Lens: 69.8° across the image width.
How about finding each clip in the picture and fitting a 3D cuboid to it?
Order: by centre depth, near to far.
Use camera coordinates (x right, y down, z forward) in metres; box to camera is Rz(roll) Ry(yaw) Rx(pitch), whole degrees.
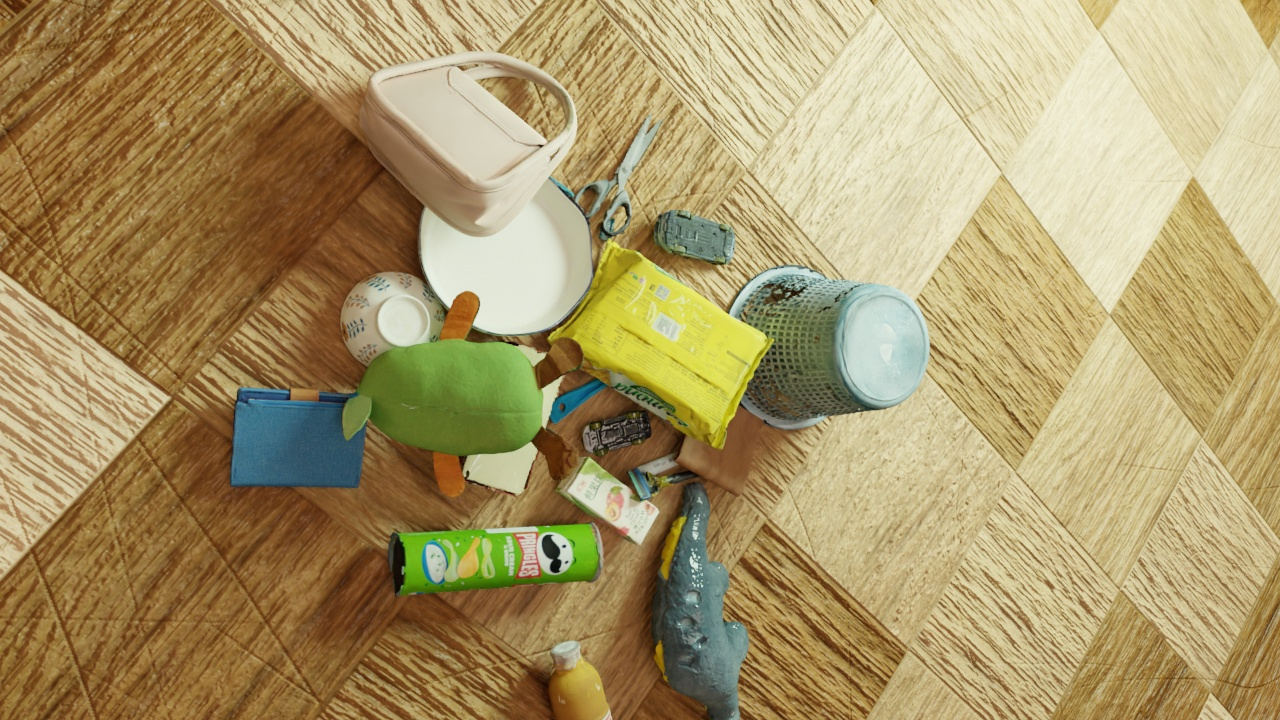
[{"bbox_3d":[-0.106,-0.207,1.100,0.056,0.014,0.041,40,74,-23],"label":"clip"}]

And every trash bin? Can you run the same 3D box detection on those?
[{"bbox_3d":[0.248,-0.018,1.175,0.226,0.195,0.226,0,91,-26],"label":"trash bin"}]

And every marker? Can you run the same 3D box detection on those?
[{"bbox_3d":[0.049,0.123,1.180,0.130,0.018,0.022,-19,74,-25],"label":"marker"}]

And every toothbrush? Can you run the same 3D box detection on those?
[{"bbox_3d":[-0.056,-0.083,1.126,0.018,0.016,0.191,12,85,-16],"label":"toothbrush"}]

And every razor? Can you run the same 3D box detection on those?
[{"bbox_3d":[0.043,0.148,1.161,0.142,0.022,0.042,-8,62,-39],"label":"razor"}]

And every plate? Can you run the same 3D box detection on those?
[{"bbox_3d":[-0.154,-0.123,1.041,0.204,0.046,0.204,6,75,-25],"label":"plate"}]

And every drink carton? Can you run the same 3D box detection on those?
[{"bbox_3d":[-0.041,0.171,1.121,0.122,0.046,0.053,39,69,-22],"label":"drink carton"}]

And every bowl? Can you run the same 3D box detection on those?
[{"bbox_3d":[-0.264,-0.042,1.000,0.113,0.062,0.113,-1,92,-27],"label":"bowl"}]

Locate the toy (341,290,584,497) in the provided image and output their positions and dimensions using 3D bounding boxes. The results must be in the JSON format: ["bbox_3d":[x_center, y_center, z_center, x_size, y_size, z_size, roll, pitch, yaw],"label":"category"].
[{"bbox_3d":[-0.182,0.040,0.962,0.247,0.090,0.227,6,99,-1],"label":"toy"}]

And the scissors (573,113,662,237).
[{"bbox_3d":[-0.027,-0.237,1.134,0.145,0.014,0.172,-6,82,-16],"label":"scissors"}]

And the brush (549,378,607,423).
[{"bbox_3d":[-0.007,0.007,1.143,0.254,0.046,0.083,-29,107,-18],"label":"brush"}]

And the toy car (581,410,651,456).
[{"bbox_3d":[-0.031,0.089,1.130,0.090,0.035,0.042,-14,96,-25],"label":"toy car"}]

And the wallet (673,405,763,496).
[{"bbox_3d":[0.104,0.104,1.186,0.101,0.020,0.115,31,61,-15],"label":"wallet"}]

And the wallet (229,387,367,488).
[{"bbox_3d":[-0.360,0.082,0.969,0.133,0.040,0.106,4,98,-28],"label":"wallet"}]

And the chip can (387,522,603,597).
[{"bbox_3d":[-0.164,0.226,1.049,0.235,0.072,0.072,2,90,-25],"label":"chip can"}]

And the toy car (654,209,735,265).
[{"bbox_3d":[0.071,-0.157,1.175,0.120,0.037,0.054,9,86,-36],"label":"toy car"}]

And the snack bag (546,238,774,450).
[{"bbox_3d":[0.030,-0.022,1.098,0.246,0.068,0.158,32,78,-7],"label":"snack bag"}]

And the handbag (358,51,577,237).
[{"bbox_3d":[-0.167,-0.261,1.010,0.193,0.094,0.233,41,56,8],"label":"handbag"}]

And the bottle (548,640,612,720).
[{"bbox_3d":[-0.069,0.431,1.100,0.068,0.068,0.189,-16,98,-25],"label":"bottle"}]

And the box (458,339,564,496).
[{"bbox_3d":[-0.149,0.066,1.048,0.091,0.079,0.168,21,83,-24],"label":"box"}]

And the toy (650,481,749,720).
[{"bbox_3d":[0.074,0.341,1.165,0.137,0.092,0.356,-21,103,-52],"label":"toy"}]
